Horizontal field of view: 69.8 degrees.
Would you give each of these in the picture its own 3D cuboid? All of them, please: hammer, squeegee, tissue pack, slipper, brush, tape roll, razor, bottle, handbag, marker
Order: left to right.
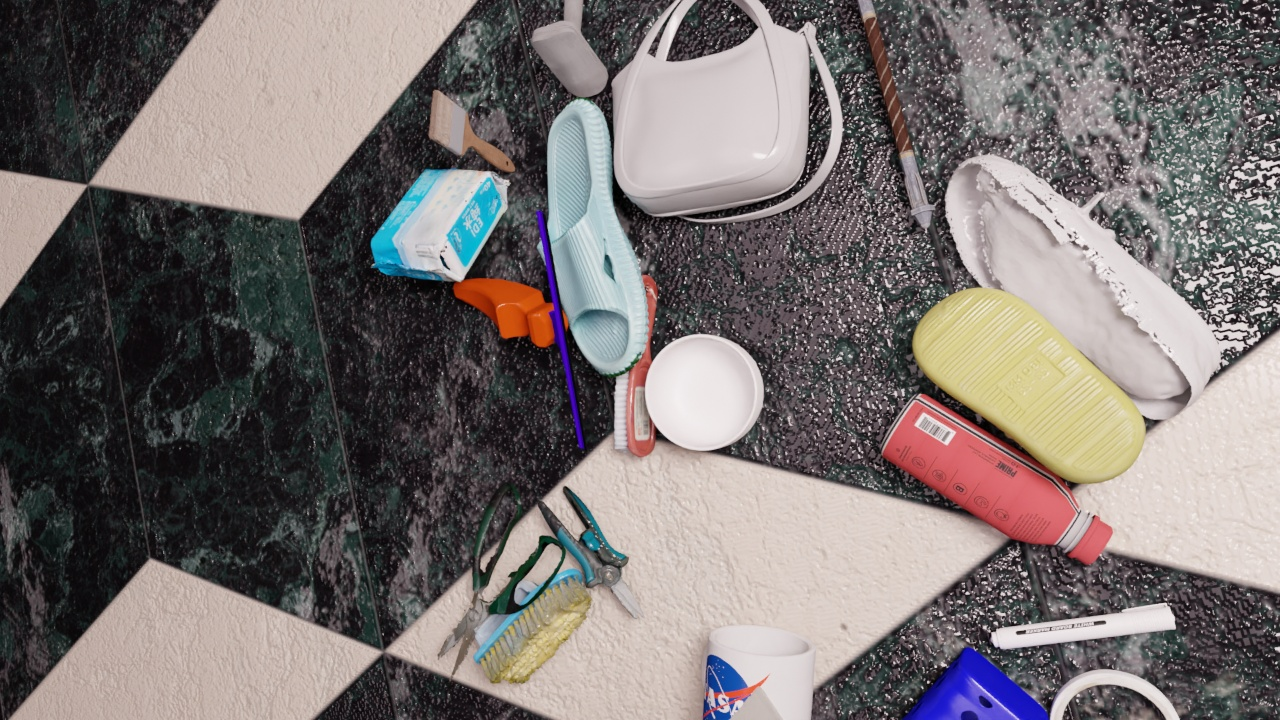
[{"bbox_3d":[-0.196,-0.138,0.921,0.093,0.062,0.144,7,55,28],"label":"tissue pack"},{"bbox_3d":[-0.159,-0.208,0.885,0.008,0.143,0.045,0,80,22],"label":"brush"},{"bbox_3d":[-0.122,-0.049,0.902,0.185,0.055,0.250,22,132,39],"label":"squeegee"},{"bbox_3d":[-0.107,0.248,0.899,0.136,0.055,0.075,-49,49,15],"label":"brush"},{"bbox_3d":[-0.066,-0.331,0.895,0.047,0.088,0.116,-9,66,23],"label":"razor"},{"bbox_3d":[-0.059,-0.117,0.862,0.116,0.069,0.276,-24,73,55],"label":"slipper"},{"bbox_3d":[-0.005,0.005,0.872,0.030,0.040,0.172,-1,86,39],"label":"brush"},{"bbox_3d":[0.075,-0.247,0.835,0.216,0.095,0.222,-6,74,23],"label":"handbag"},{"bbox_3d":[0.201,-0.267,0.781,0.099,0.044,0.322,-16,82,23],"label":"hammer"},{"bbox_3d":[0.281,0.096,0.726,0.176,0.062,0.062,34,101,21],"label":"bottle"},{"bbox_3d":[0.302,0.020,0.711,0.092,0.081,0.190,-49,54,10],"label":"slipper"},{"bbox_3d":[0.334,-0.067,0.703,0.247,0.074,0.112,50,137,19],"label":"slipper"},{"bbox_3d":[0.344,0.209,0.720,0.134,0.017,0.020,-15,46,23],"label":"marker"},{"bbox_3d":[0.367,0.287,0.709,0.093,0.013,0.093,-1,87,24],"label":"tape roll"}]

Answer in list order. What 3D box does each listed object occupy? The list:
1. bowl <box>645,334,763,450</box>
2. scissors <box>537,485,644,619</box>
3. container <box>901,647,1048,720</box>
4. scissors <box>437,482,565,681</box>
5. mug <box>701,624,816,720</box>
[{"bbox_3d":[0.062,0.028,0.830,0.105,0.054,0.105,0,90,23],"label":"bowl"},{"bbox_3d":[-0.041,0.180,0.883,0.129,0.019,0.138,10,60,-2],"label":"scissors"},{"bbox_3d":[0.251,0.299,0.721,0.084,0.085,0.114,40,102,19],"label":"container"},{"bbox_3d":[-0.156,0.214,0.915,0.210,0.015,0.154,-48,45,18],"label":"scissors"},{"bbox_3d":[0.092,0.283,0.797,0.121,0.091,0.090,4,90,59],"label":"mug"}]
